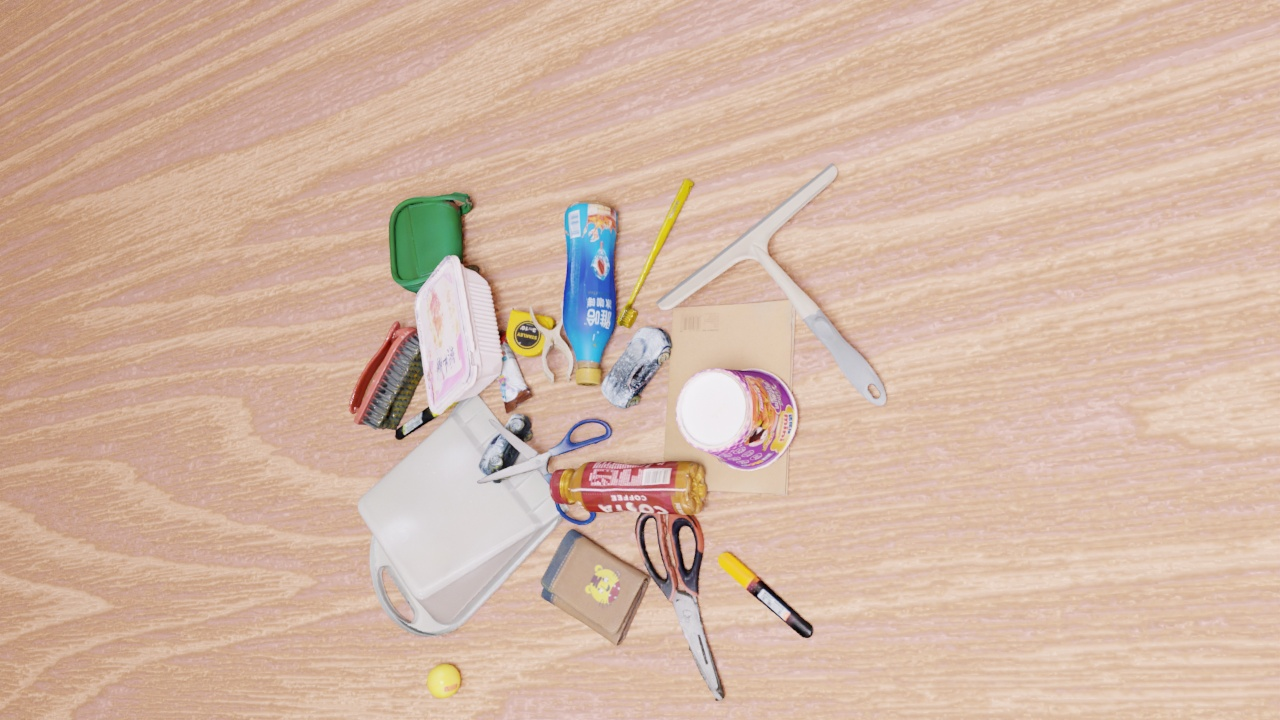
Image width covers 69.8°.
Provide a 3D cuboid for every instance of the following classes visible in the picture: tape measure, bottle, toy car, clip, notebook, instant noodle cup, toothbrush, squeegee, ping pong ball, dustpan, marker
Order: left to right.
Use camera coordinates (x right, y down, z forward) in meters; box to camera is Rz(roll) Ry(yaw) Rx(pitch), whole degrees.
[{"bbox_3d":[-0.284,0.074,1.223,0.124,0.015,0.018,-32,71,24],"label":"marker"},{"bbox_3d":[-0.240,0.391,1.119,0.040,0.040,0.040,-6,77,28],"label":"ping pong ball"},{"bbox_3d":[-0.243,0.217,1.174,0.257,0.143,0.222,-36,61,-14],"label":"dustpan"},{"bbox_3d":[-0.227,-0.031,1.161,0.138,0.060,0.173,-36,62,48],"label":"instant noodle cup"},{"bbox_3d":[-0.164,0.106,1.117,0.034,0.043,0.090,20,70,26],"label":"toy car"},{"bbox_3d":[-0.138,-0.033,1.149,0.060,0.029,0.057,11,86,11],"label":"tape measure"},{"bbox_3d":[-0.105,-0.022,1.116,0.076,0.035,0.100,-12,80,-8],"label":"clip"},{"bbox_3d":[-0.060,-0.079,1.095,0.065,0.065,0.218,-6,78,28],"label":"bottle"},{"bbox_3d":[-0.017,0.140,1.015,0.175,0.057,0.057,-3,79,26],"label":"bottle"},{"bbox_3d":[-0.006,0.006,1.064,0.049,0.031,0.106,41,100,37],"label":"toy car"},{"bbox_3d":[0.020,-0.126,1.088,0.016,0.015,0.190,27,94,26],"label":"toothbrush"},{"bbox_3d":[0.095,0.039,1.015,0.150,0.012,0.211,-2,80,30],"label":"notebook"},{"bbox_3d":[0.095,0.056,0.948,0.112,0.099,0.111,-5,79,28],"label":"instant noodle cup"},{"bbox_3d":[0.130,0.244,0.955,0.124,0.015,0.018,39,101,27],"label":"marker"},{"bbox_3d":[0.174,-0.052,0.960,0.246,0.039,0.246,-38,69,6],"label":"squeegee"}]

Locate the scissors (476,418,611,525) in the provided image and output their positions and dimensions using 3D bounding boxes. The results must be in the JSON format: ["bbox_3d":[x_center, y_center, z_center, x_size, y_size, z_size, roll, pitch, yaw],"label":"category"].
[{"bbox_3d":[-0.106,0.121,1.080,0.162,0.012,0.176,-40,85,-2],"label":"scissors"}]

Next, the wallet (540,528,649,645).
[{"bbox_3d":[-0.054,0.258,1.047,0.115,0.033,0.090,26,93,27],"label":"wallet"}]

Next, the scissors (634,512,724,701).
[{"bbox_3d":[0.060,0.253,0.991,0.210,0.015,0.177,33,96,30],"label":"scissors"}]

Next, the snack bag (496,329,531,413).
[{"bbox_3d":[-0.170,0.013,1.162,0.045,0.026,0.105,-32,68,19],"label":"snack bag"}]

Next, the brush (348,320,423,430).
[{"bbox_3d":[-0.337,0.020,1.234,0.069,0.063,0.146,28,94,17],"label":"brush"}]

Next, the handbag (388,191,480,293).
[{"bbox_3d":[-0.274,-0.153,1.235,0.120,0.068,0.131,-11,74,20],"label":"handbag"}]
